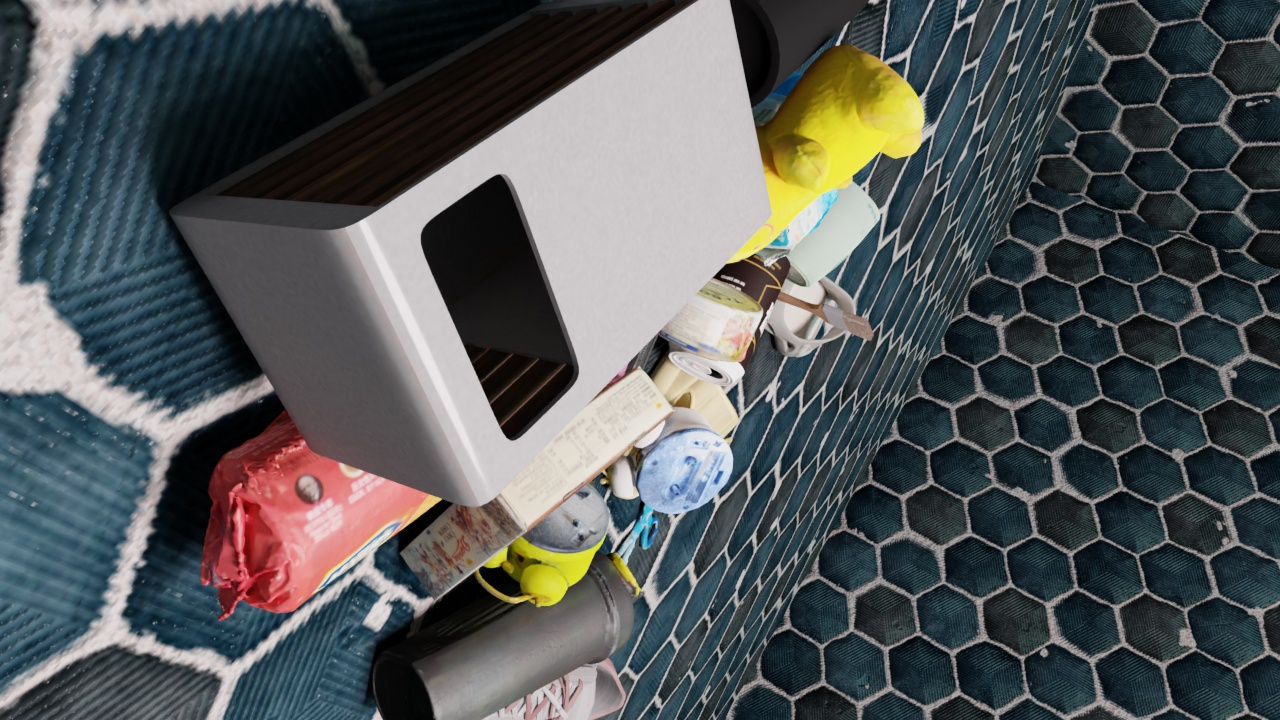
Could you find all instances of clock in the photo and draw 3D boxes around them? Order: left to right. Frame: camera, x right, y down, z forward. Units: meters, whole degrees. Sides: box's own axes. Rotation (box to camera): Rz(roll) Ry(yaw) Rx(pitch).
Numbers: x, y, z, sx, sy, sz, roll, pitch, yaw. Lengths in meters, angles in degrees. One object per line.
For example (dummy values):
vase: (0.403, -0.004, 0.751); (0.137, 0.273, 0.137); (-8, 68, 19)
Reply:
clock: (-0.075, 0.133, 0.683); (0.118, 0.083, 0.057); (-39, 155, -50)
clock: (0.019, 0.084, 0.800); (0.125, 0.052, 0.089); (13, 115, -27)

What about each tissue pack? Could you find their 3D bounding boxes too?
tissue pack: (0.111, -0.156, 0.753); (0.092, 0.062, 0.144); (-49, 131, -33)

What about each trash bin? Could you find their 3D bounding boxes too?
trash bin: (-0.053, -0.065, 0.401); (0.228, 0.115, 0.114); (-46, 132, -37)

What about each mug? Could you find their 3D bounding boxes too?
mug: (0.181, -0.133, 0.968); (0.104, 0.084, 0.111); (-50, -174, -4)

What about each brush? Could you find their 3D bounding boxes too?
brush: (0.164, -0.055, 0.918); (0.008, 0.143, 0.045); (-61, 150, -7)

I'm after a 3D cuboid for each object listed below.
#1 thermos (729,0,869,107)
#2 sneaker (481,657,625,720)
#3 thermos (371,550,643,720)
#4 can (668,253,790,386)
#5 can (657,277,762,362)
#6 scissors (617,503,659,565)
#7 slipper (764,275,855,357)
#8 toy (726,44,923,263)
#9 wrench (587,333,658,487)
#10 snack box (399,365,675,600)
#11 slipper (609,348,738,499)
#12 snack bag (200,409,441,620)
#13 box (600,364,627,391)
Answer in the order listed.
thermos: (0.103, -0.253, 0.622); (0.198, 0.086, 0.086); (-47, 154, -35)
sneaker: (-0.086, 0.282, 0.781); (0.236, 0.089, 0.099); (20, 91, -59)
thermos: (-0.090, 0.210, 0.698); (0.220, 0.098, 0.098); (-14, 128, -49)
can: (0.079, -0.048, 0.811); (0.128, 0.072, 0.072); (-65, 160, -15)
can: (0.049, -0.036, 0.711); (0.086, 0.086, 0.043); (-15, 131, -62)
scissors: (0.010, 0.173, 1.023); (0.117, 0.013, 0.140); (0, 113, -66)
slipper: (0.214, -0.056, 1.121); (0.113, 0.081, 0.265); (-66, 159, -1)
toy: (0.096, -0.138, 0.635); (0.194, 0.087, 0.134); (-33, 178, 22)
wrench: (-0.005, 0.005, 0.781); (0.073, 0.018, 0.273); (-8, 124, -64)
snack box: (-0.068, 0.079, 0.591); (0.142, 0.041, 0.147); (-36, 177, -43)
slipper: (0.061, 0.025, 0.873); (0.261, 0.079, 0.111); (-59, 155, -10)
snack bag: (-0.138, 0.049, 0.453); (0.175, 0.082, 0.082); (-37, 147, -49)
box: (-0.048, -0.032, 0.614); (0.200, 0.037, 0.153); (-11, 123, -64)
